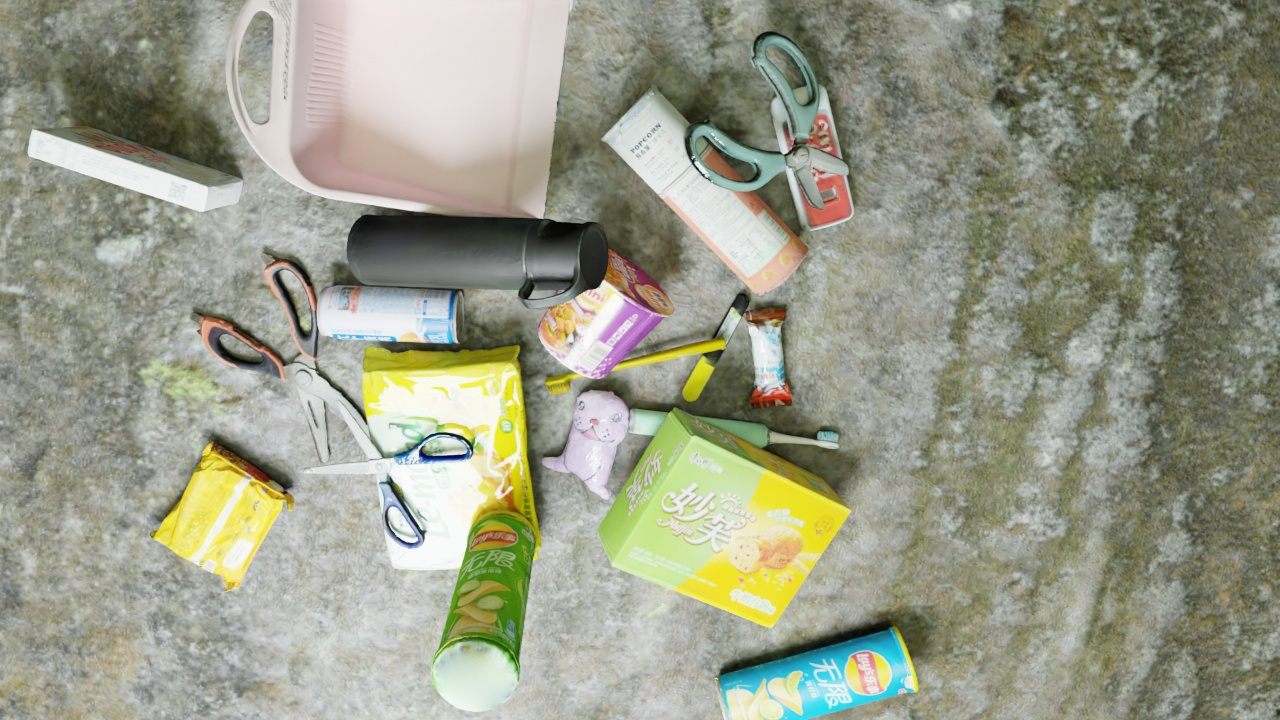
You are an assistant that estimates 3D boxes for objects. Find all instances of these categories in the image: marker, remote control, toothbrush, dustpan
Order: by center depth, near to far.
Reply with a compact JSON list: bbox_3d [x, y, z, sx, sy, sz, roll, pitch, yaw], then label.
[{"bbox_3d":[-0.203,-0.235,0.812,0.273,0.138,0.223,6,104,-2],"label":"dustpan"},{"bbox_3d":[0.167,-0.196,0.891,0.056,0.020,0.136,-16,105,4],"label":"remote control"},{"bbox_3d":[-0.006,0.005,0.937,0.190,0.015,0.016,-14,110,7],"label":"toothbrush"},{"bbox_3d":[0.077,-0.013,0.942,0.018,0.015,0.124,28,100,-2],"label":"marker"},{"bbox_3d":[0.098,0.075,0.958,0.224,0.026,0.027,7,73,-3],"label":"toothbrush"}]

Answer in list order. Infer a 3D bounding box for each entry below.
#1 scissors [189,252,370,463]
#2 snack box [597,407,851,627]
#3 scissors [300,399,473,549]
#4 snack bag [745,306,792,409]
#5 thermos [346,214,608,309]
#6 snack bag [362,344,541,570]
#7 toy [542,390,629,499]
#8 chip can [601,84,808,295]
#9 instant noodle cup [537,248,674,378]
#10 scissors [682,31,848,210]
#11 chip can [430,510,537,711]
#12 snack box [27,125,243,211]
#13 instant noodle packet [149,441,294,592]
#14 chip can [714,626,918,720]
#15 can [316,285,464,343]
[{"bbox_3d":[-0.355,-0.001,0.935,0.226,0.015,0.189,24,103,-8],"label":"scissors"},{"bbox_3d":[0.085,0.164,0.933,0.210,0.070,0.158,27,102,-24],"label":"snack box"},{"bbox_3d":[-0.246,0.112,0.898,0.173,0.012,0.162,-5,107,1],"label":"scissors"},{"bbox_3d":[0.131,-0.002,0.939,0.048,0.026,0.104,-7,106,-12],"label":"snack bag"},{"bbox_3d":[-0.154,-0.091,0.830,0.243,0.089,0.068,5,139,24],"label":"thermos"},{"bbox_3d":[-0.187,0.100,0.937,0.158,0.068,0.247,-4,106,0],"label":"snack bag"},{"bbox_3d":[-0.051,0.080,0.951,0.084,0.038,0.108,24,106,14],"label":"toy"},{"bbox_3d":[0.063,-0.158,0.872,0.071,0.071,0.214,-44,102,9],"label":"chip can"},{"bbox_3d":[-0.040,-0.044,0.888,0.111,0.111,0.099,35,111,-10],"label":"instant noodle cup"},{"bbox_3d":[0.124,-0.225,0.847,0.170,0.019,0.181,9,88,-18],"label":"scissors"},{"bbox_3d":[-0.135,0.218,0.825,0.072,0.221,0.073,-1,109,-2],"label":"chip can"},{"bbox_3d":[-0.462,-0.178,0.849,0.157,0.084,0.027,19,105,-6],"label":"snack box"},{"bbox_3d":[-0.437,0.165,0.962,0.111,0.044,0.128,35,98,-3],"label":"instant noodle packet"},{"bbox_3d":[0.192,0.356,1.012,0.210,0.071,0.071,-17,105,3],"label":"chip can"},{"bbox_3d":[-0.245,-0.045,0.905,0.134,0.053,0.053,2,105,-2],"label":"can"}]
